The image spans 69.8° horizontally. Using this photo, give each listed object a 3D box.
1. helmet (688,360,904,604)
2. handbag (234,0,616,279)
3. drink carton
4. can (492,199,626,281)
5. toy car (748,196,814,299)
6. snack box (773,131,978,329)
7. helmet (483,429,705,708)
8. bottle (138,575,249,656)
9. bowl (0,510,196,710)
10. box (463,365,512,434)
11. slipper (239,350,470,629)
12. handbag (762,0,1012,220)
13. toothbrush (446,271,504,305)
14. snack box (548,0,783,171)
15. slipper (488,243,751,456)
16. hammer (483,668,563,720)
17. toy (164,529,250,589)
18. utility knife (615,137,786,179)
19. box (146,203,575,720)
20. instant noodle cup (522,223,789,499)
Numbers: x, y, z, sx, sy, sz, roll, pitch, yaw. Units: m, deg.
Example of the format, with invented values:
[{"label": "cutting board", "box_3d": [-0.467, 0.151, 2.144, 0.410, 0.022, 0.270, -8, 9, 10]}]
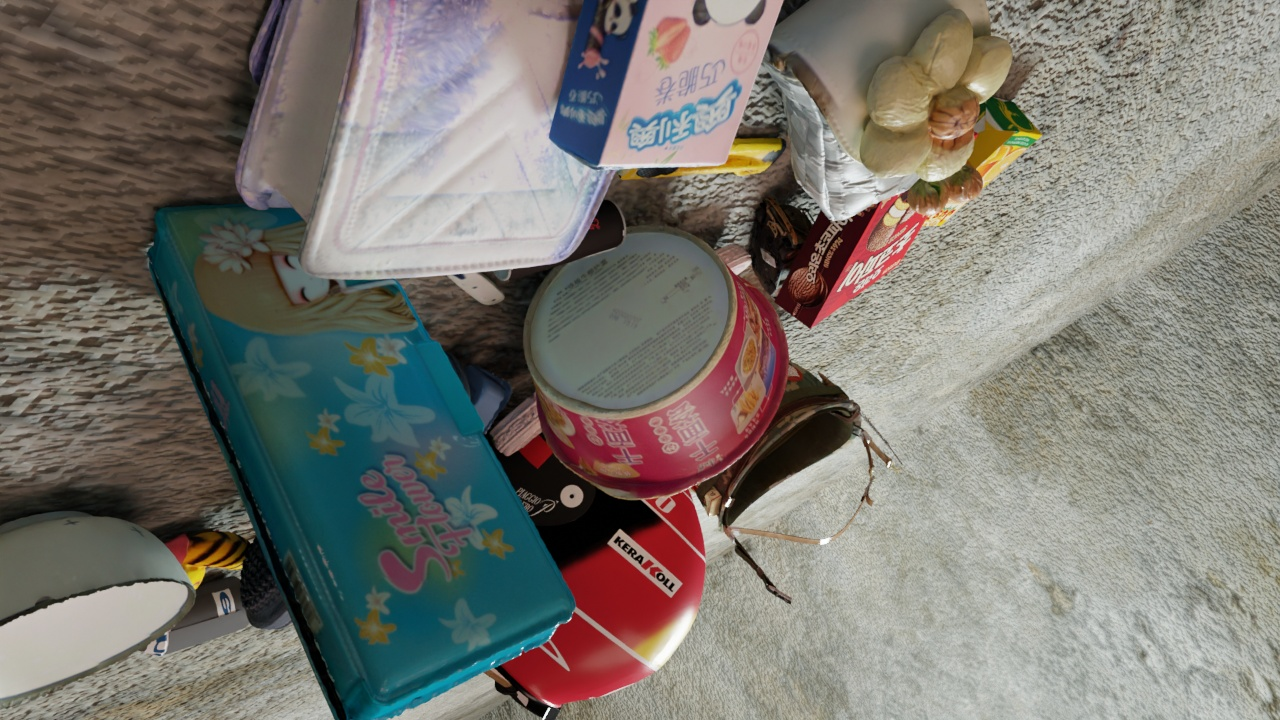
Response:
[{"label": "helmet", "box_3d": [0.144, 0.101, 0.956, 0.192, 0.236, 0.225, -33, 173, -13]}, {"label": "handbag", "box_3d": [-0.074, -0.105, 0.381, 0.158, 0.069, 0.127, -11, 137, -48]}, {"label": "drink carton", "box_3d": [0.277, -0.168, 0.796, 0.058, 0.041, 0.123, -10, 153, -47]}, {"label": "can", "box_3d": [-0.049, -0.072, 0.543, 0.080, 0.031, 0.032, -21, 159, -29]}, {"label": "toy car", "box_3d": [0.117, -0.092, 0.724, 0.047, 0.047, 0.112, -23, 161, -9]}, {"label": "snack box", "box_3d": [0.182, -0.110, 0.709, 0.151, 0.036, 0.133, -32, 154, -42]}, {"label": "helmet", "box_3d": [-0.071, 0.151, 0.785, 0.224, 0.271, 0.198, -50, 167, -12]}, {"label": "bottle", "box_3d": [-0.366, 0.206, 0.732, 0.112, 0.047, 0.047, -7, 150, -49]}, {"label": "bowl", "box_3d": [-0.354, 0.141, 0.544, 0.153, 0.073, 0.154, -27, 161, -11]}, {"label": "box", "box_3d": [-0.165, 0.096, 0.657, 0.209, 0.047, 0.122, -56, -175, -2]}, {"label": "slipper", "box_3d": [-0.211, 0.080, 0.595, 0.082, 0.101, 0.264, 24, 122, -39]}, {"label": "handbag", "box_3d": [0.143, -0.142, 0.526, 0.112, 0.123, 0.171, -38, 156, 1]}, {"label": "toothbrush", "box_3d": [-0.111, -0.061, 0.505, 0.016, 0.017, 0.189, -22, 164, 6]}, {"label": "snack box", "box_3d": [0.023, -0.152, 0.362, 0.087, 0.033, 0.154, -14, 132, -47]}, {"label": "slipper", "box_3d": [-0.004, 0.004, 0.695, 0.239, 0.064, 0.094, -38, 178, -9]}, {"label": "hammer", "box_3d": [-0.190, 0.278, 0.918, 0.132, 0.305, 0.040, 1, -128, 48]}, {"label": "toy", "box_3d": [-0.330, 0.151, 0.653, 0.103, 0.046, 0.084, -27, 155, -26]}, {"label": "utility knife", "box_3d": [0.012, -0.120, 0.552, 0.227, 0.019, 0.031, -11, 144, -40]}, {"label": "box", "box_3d": [-0.139, 0.050, 0.405, 0.097, 0.226, 0.117, -14, 153, -43]}, {"label": "instant noodle cup", "box_3d": [0.001, -0.011, 0.591, 0.178, 0.178, 0.078, -32, 145, 0]}]
